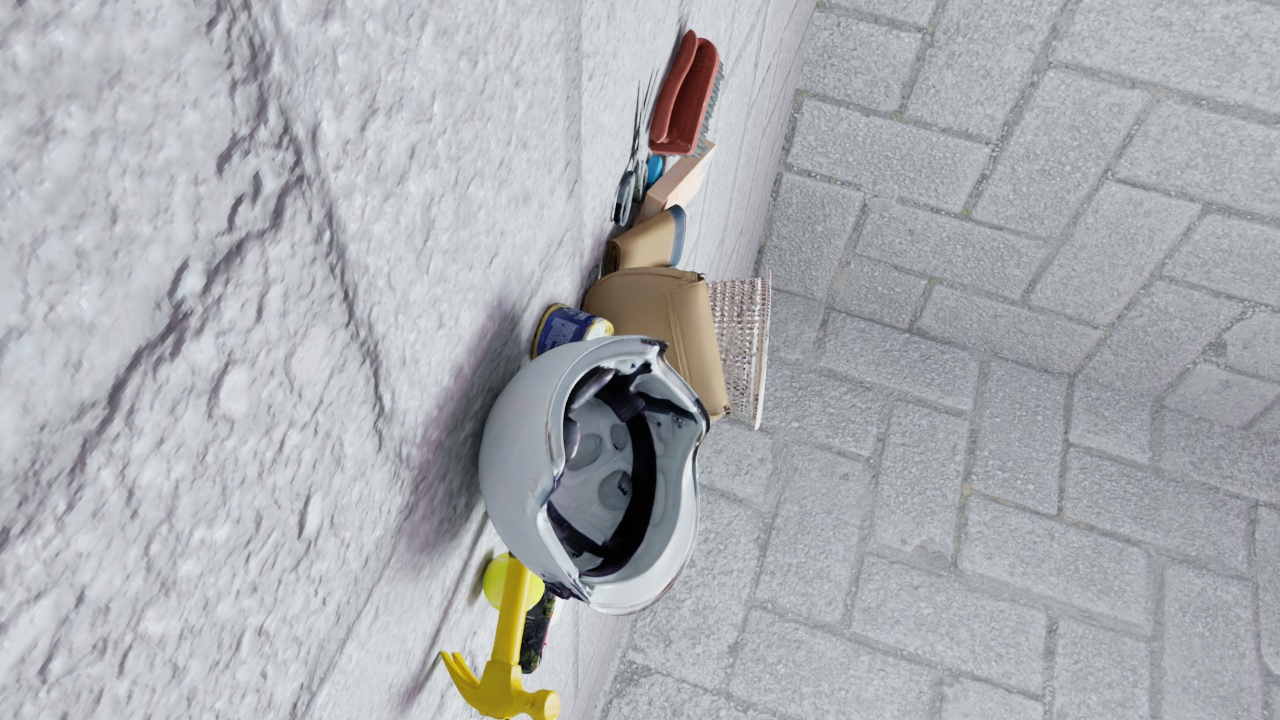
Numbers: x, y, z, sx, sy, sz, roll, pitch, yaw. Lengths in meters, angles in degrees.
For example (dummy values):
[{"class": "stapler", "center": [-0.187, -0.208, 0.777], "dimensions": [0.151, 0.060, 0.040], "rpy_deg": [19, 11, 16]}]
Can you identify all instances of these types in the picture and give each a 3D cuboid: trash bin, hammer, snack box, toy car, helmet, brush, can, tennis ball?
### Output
[{"class": "trash bin", "center": [0.080, -0.023, 1.289], "dimensions": [0.227, 0.192, 0.227], "rpy_deg": [6, 88, -85]}, {"class": "hammer", "center": [-0.117, 0.193, 0.901], "dimensions": [0.033, 0.129, 0.300], "rpy_deg": [38, 56, -57]}, {"class": "snack box", "center": [0.043, -0.215, 1.171], "dimensions": [0.156, 0.026, 0.085], "rpy_deg": [-51, 169, -41]}, {"class": "toy car", "center": [-0.140, 0.339, 1.172], "dimensions": [0.045, 0.053, 0.120], "rpy_deg": [27, 79, -84]}, {"class": "helmet", "center": [-0.054, 0.099, 0.831], "dimensions": [0.228, 0.146, 0.259], "rpy_deg": [-55, 138, -31]}, {"class": "brush", "center": [0.055, -0.316, 1.089], "dimensions": [0.069, 0.063, 0.145], "rpy_deg": [23, 83, -52]}, {"class": "can", "center": [-0.066, -0.015, 0.938], "dimensions": [0.148, 0.049, 0.074], "rpy_deg": [22, 86, -82]}, {"class": "tennis ball", "center": [-0.133, 0.233, 0.962], "dimensions": [0.065, 0.065, 0.065], "rpy_deg": [19, 89, -81]}]

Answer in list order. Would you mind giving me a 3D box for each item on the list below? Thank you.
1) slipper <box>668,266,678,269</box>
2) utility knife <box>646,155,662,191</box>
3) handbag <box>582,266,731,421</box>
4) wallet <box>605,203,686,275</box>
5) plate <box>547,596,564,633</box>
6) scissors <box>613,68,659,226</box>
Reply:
[{"class": "slipper", "center": [-0.007, 0.007, 1.162], "dimensions": [0.275, 0.054, 0.114], "rpy_deg": [-61, 164, 18]}, {"class": "utility knife", "center": [0.021, -0.219, 1.190], "dimensions": [0.162, 0.018, 0.034], "rpy_deg": [69, 39, -78]}, {"class": "handbag", "center": [0.018, -0.007, 1.044], "dimensions": [0.099, 0.148, 0.204], "rpy_deg": [-44, 124, -76]}, {"class": "wallet", "center": [0.005, -0.128, 1.097], "dimensions": [0.115, 0.033, 0.090], "rpy_deg": [-35, 148, -35]}, {"class": "plate", "center": [-0.114, 0.288, 1.275], "dimensions": [0.163, 0.034, 0.164], "rpy_deg": [66, 41, -84]}, {"class": "scissors", "center": [-0.001, -0.233, 1.032], "dimensions": [0.159, 0.014, 0.178], "rpy_deg": [57, 51, -80]}]
